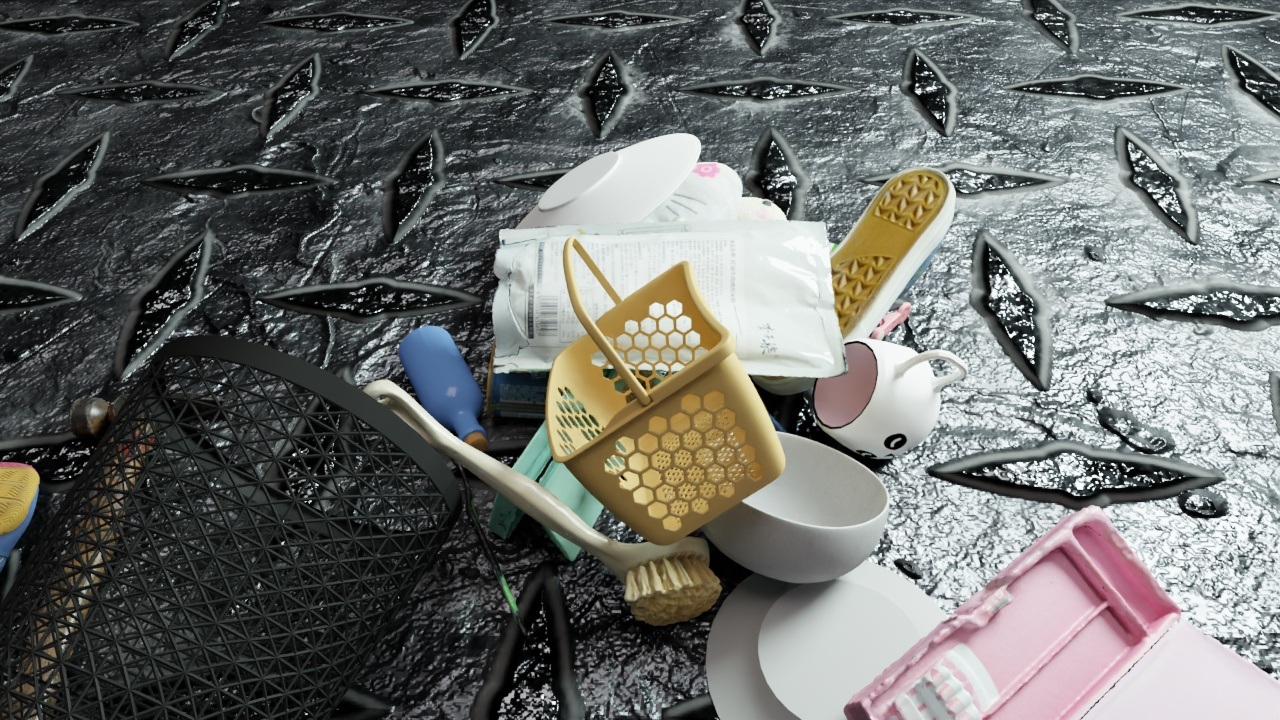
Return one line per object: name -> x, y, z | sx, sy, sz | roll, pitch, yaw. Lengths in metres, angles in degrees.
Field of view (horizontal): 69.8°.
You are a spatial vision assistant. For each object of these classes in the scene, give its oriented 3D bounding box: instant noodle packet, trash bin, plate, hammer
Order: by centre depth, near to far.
trash bin -> -0.255, 0.148, 0.534 | 0.217, 0.217, 0.242 | 12, 53, 14
plate -> 0.129, 0.194, 0.595 | 0.173, 0.019, 0.172 | -1, 45, 1
hammer -> -0.389, 0.149, 0.653 | 0.120, 0.033, 0.329 | -4, 45, -3
instant noodle packet -> 0.021, -0.049, 0.724 | 0.269, 0.057, 0.146 | 0, 63, -3
plate -> -0.051, -0.158, 0.864 | 0.230, 0.030, 0.229 | -27, 27, 15

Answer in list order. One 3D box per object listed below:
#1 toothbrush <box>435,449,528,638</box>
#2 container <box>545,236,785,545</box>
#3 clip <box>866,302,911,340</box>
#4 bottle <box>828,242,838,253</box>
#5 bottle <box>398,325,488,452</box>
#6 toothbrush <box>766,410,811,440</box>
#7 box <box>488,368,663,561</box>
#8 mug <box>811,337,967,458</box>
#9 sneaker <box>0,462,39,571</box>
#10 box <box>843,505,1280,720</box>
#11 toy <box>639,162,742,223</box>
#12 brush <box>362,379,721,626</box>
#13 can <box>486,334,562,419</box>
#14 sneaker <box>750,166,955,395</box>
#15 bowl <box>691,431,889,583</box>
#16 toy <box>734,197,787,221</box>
toothbrush -> -0.119, 0.128, 0.675 | 0.017, 0.014, 0.188 | -28, 49, -7
container -> -0.004, 0.003, 0.588 | 0.129, 0.167, 0.183 | -33, 20, 7
clip -> 0.221, -0.034, 0.821 | 0.035, 0.022, 0.057 | 29, 58, 24
bottle -> 0.177, -0.090, 0.863 | 0.110, 0.043, 0.042 | 15, 47, 19
bottle -> -0.156, 0.028, 0.752 | 0.048, 0.048, 0.131 | -21, 48, -18
toothbrush -> 0.087, 0.027, 0.765 | 0.016, 0.017, 0.190 | -26, 49, -24
box -> -0.033, 0.062, 0.703 | 0.079, 0.078, 0.188 | 28, 50, 6
mug -> 0.194, 0.024, 0.695 | 0.076, 0.124, 0.090 | 21, 56, -26
sneaker -> -0.486, 0.156, 0.625 | 0.116, 0.091, 0.241 | -2, 25, -8
box -> 0.260, 0.212, 0.553 | 0.232, 0.055, 0.180 | -28, 60, -24
toy -> 0.005, -0.103, 0.845 | 0.138, 0.085, 0.208 | 6, 46, 47
brush -> -0.062, 0.092, 0.599 | 0.272, 0.062, 0.077 | 33, 20, -11
can -> -0.093, 0.004, 0.767 | 0.059, 0.054, 0.099 | 5, 44, -3
sneaker -> 0.188, -0.055, 0.785 | 0.235, 0.079, 0.087 | -48, 52, -4
bowl -> 0.100, 0.107, 0.638 | 0.132, 0.064, 0.131 | 9, 22, -4
toy -> 0.100, -0.134, 0.909 | 0.087, 0.050, 0.112 | 11, 41, 13
